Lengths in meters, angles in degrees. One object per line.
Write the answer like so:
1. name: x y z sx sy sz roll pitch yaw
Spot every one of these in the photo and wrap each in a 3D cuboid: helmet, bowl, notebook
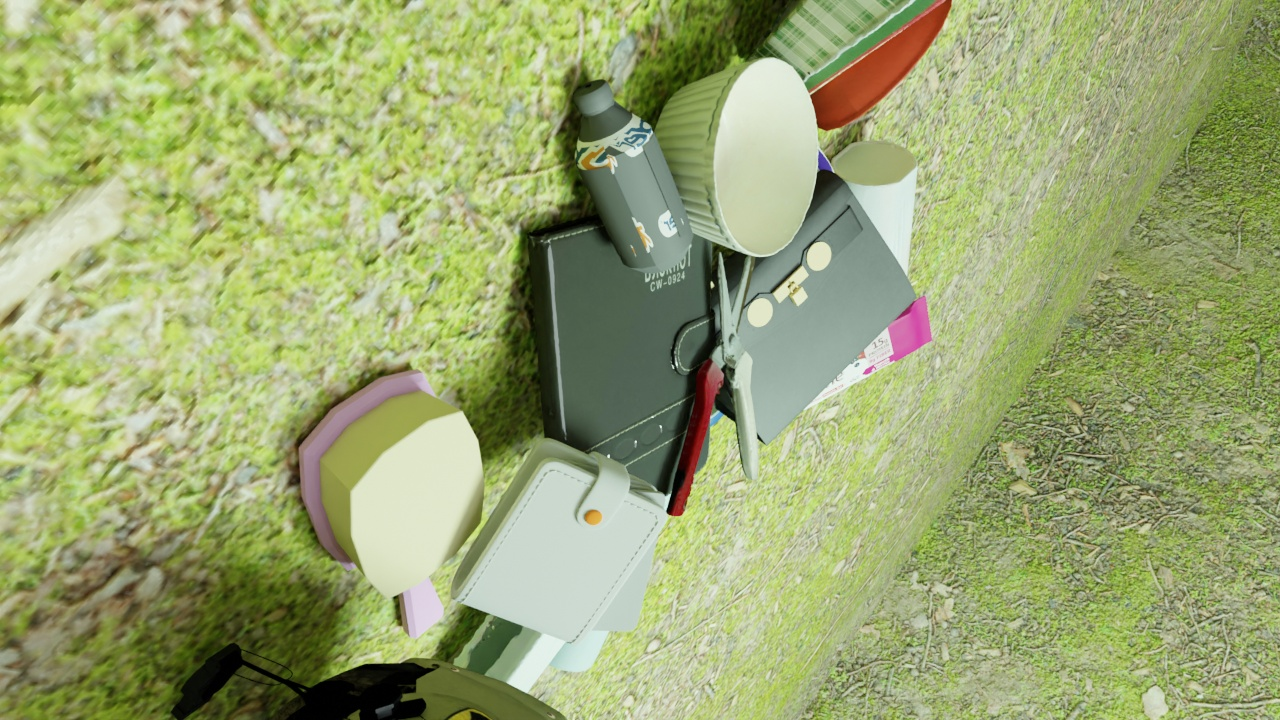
1. helmet: -0.126 0.263 0.460 0.232 0.256 0.250 7 114 -57
2. bowl: 0.053 -0.123 0.560 0.115 0.063 0.115 -15 110 -48
3. bowl: 0.153 -0.218 0.629 0.035 0.122 0.122 35 86 -19
4. notebook: -0.004 0.004 0.601 0.169 0.029 0.209 -25 123 -45

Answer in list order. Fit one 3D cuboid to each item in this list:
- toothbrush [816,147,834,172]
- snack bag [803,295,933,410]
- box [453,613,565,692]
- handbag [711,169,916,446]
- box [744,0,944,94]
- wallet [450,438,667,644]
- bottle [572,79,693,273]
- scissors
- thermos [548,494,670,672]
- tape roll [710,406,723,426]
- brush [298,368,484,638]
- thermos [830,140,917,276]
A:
1. toothbrush: 0.171 -0.121 0.750 0.016 0.015 0.186 -36 125 7
2. snack bag: 0.179 0.008 0.845 0.196 0.016 0.070 -28 138 2
3. box: -0.106 0.239 0.690 0.083 0.067 0.199 25 104 -42
4. handbag: 0.099 -0.066 0.703 0.175 0.072 0.196 -43 129 -8
5. box: 0.133 -0.223 0.511 0.117 0.050 0.206 -54 -170 -7
6. wallet: -0.035 0.116 0.552 0.115 0.037 0.118 27 105 -22
7. bottle: -0.007 -0.101 0.510 0.046 0.047 0.112 -44 127 -25
8. scissors: 0.062 0.026 0.660 0.179 0.015 0.198 49 61 -50
9. thermos: -0.029 0.147 0.731 0.078 0.065 0.207 17 108 -19
10. tape roll: 0.062 0.022 0.802 0.092 0.016 0.091 -43 150 -26
11. brush: -0.134 0.106 0.538 0.089 0.043 0.229 -38 147 -33
12. thermos: 0.203 -0.091 0.851 0.099 0.099 0.221 -41 143 -30
